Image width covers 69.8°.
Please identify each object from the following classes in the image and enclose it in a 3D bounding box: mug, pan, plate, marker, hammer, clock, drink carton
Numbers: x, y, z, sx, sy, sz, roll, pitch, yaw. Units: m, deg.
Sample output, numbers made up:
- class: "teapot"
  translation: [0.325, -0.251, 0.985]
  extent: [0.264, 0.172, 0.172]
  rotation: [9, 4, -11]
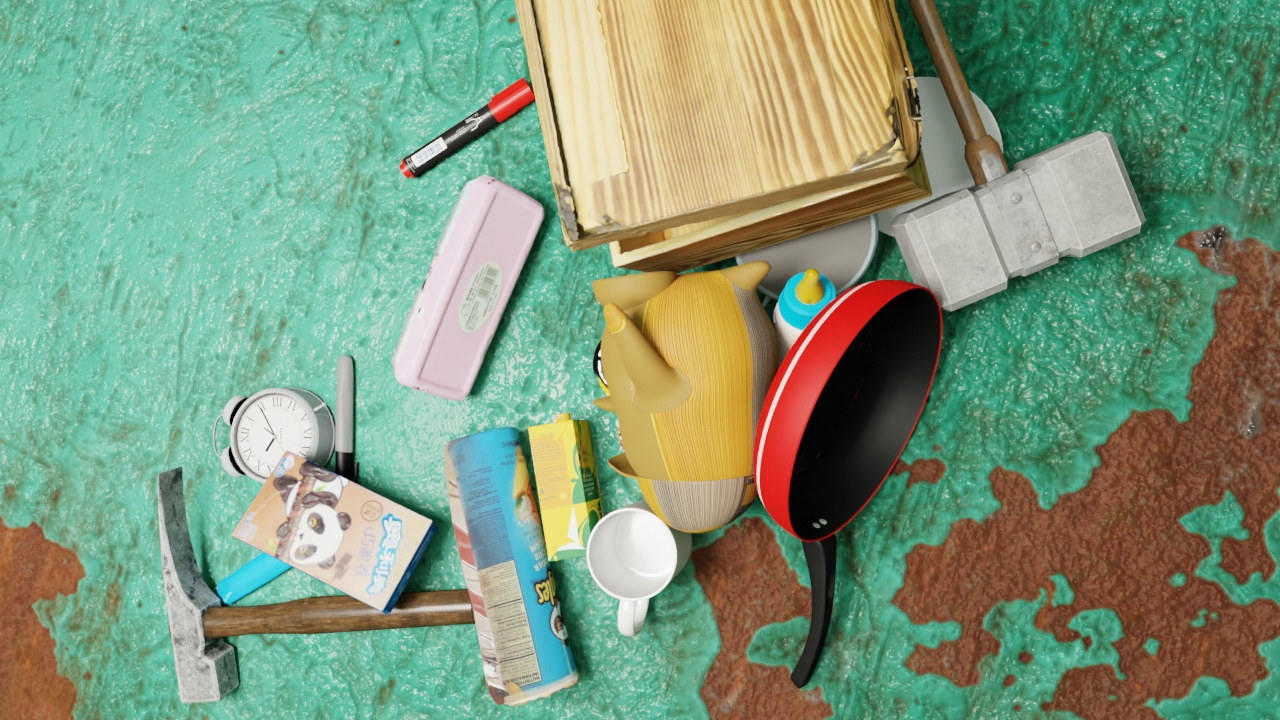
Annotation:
- class: "mug"
  translation: [-0.001, 0.176, 0.772]
  extent: [0.074, 0.090, 0.110]
  rotation: [7, 87, 11]
- class: "pan"
  translation: [0.148, 0.104, 0.724]
  extent: [0.067, 0.208, 0.357]
  rotation: [28, 118, 34]
- class: "plate"
  translation: [0.236, -0.170, 0.778]
  extent: [0.134, 0.011, 0.134]
  rotation: [1, 98, 4]
- class: "marker"
  translation: [-0.279, 0.063, 0.874]
  extent: [0.022, 0.016, 0.138]
  rotation: [2, 85, -20]
- class: "hammer"
  translation: [-0.296, 0.197, 0.845]
  extent: [0.301, 0.037, 0.217]
  rotation: [-6, 94, 8]
- class: "clock"
  translation: [-0.353, 0.072, 0.876]
  extent: [0.123, 0.035, 0.094]
  rotation: [0, 86, 10]
- class: "drink carton"
  translation: [-0.063, 0.109, 0.805]
  extent: [0.041, 0.058, 0.122]
  rotation: [-10, 84, 10]
- class: "clock"
  translation: [0.137, -0.120, 0.769]
  extent: [0.123, 0.045, 0.159]
  rotation: [1, 104, 12]
- class: "marker"
  translation: [-0.165, -0.217, 0.865]
  extent: [0.145, 0.023, 0.021]
  rotation: [-31, 44, 8]
- class: "hammer"
  translation: [0.247, -0.216, 0.720]
  extent: [0.163, 0.082, 0.317]
  rotation: [-23, 95, 9]

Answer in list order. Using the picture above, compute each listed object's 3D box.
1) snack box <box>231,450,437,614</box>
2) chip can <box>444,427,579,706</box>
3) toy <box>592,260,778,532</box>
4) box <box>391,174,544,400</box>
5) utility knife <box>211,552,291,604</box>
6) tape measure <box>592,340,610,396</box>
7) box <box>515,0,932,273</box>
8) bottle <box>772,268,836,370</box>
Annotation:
- class: "snack box"
  translation: [-0.268, 0.151, 0.811]
  extent: [0.151, 0.034, 0.087]
  rotation: [25, 70, 6]
- class: "chip can"
  translation: [-0.118, 0.177, 0.805]
  extent: [0.080, 0.079, 0.229]
  rotation: [-16, 83, 10]
- class: "toy"
  translation: [0.035, 0.032, 0.726]
  extent: [0.163, 0.198, 0.203]
  rotation: [-5, 92, 32]
- class: "box"
  translation: [-0.169, -0.070, 0.843]
  extent: [0.095, 0.088, 0.202]
  rotation: [23, 91, 45]
- class: "utility knife"
  translation: [-0.355, 0.193, 0.879]
  extent: [0.174, 0.015, 0.031]
  rotation: [-32, 78, 8]
- class: "tape measure"
  translation: [-0.005, 0.005, 0.810]
  extent: [0.072, 0.042, 0.071]
  rotation: [2, 89, 11]
- class: "box"
  translation: [0.058, -0.229, 0.643]
  extent: [0.258, 0.215, 0.279]
  rotation: [-14, 82, 27]
- class: "bottle"
  translation: [0.132, -0.032, 0.730]
  extent: [0.051, 0.146, 0.051]
  rotation: [-3, 63, 5]
